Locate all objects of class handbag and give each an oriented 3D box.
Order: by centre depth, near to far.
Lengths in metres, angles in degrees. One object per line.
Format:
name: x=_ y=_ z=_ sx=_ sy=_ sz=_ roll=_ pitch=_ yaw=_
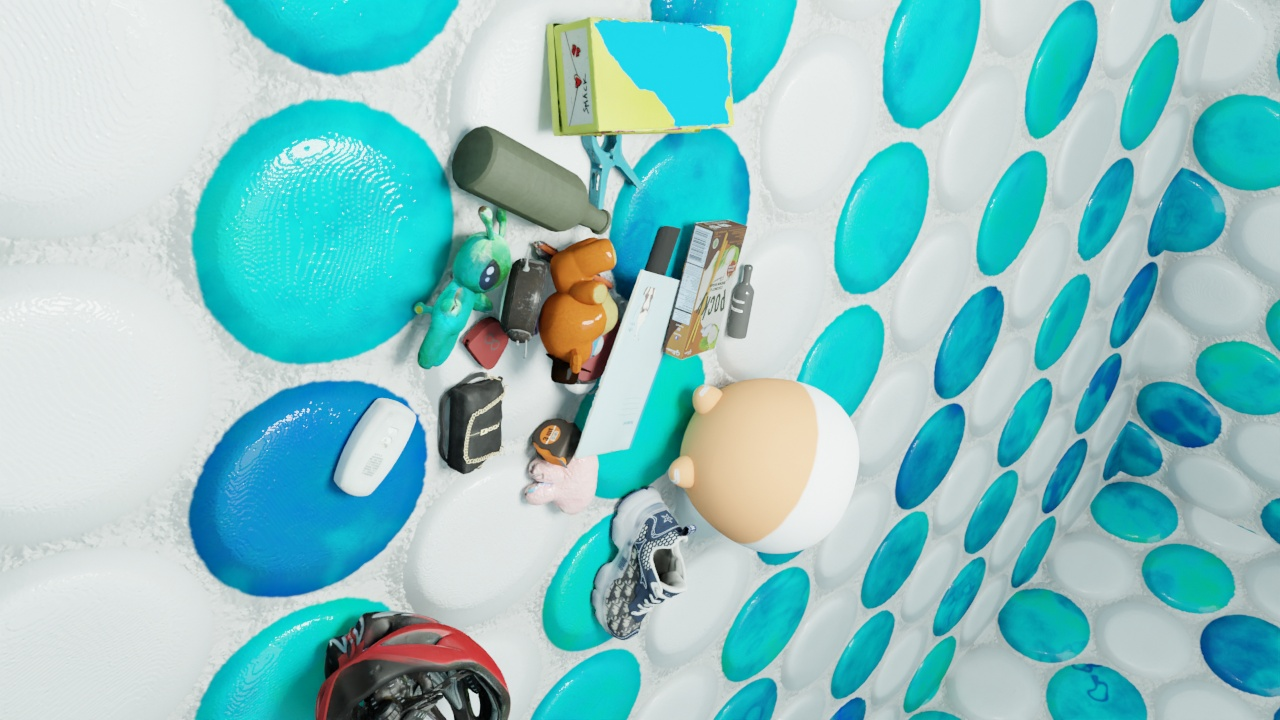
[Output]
handbag: x=-0.197 y=0.074 z=1.105 sx=0.078 sy=0.054 sz=0.129 roll=-22 pitch=126 yaw=-50

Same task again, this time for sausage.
sausage: x=-0.080 y=-0.113 z=1.127 sx=0.155 sy=0.020 sz=0.020 roll=25 pitch=94 yaw=-50

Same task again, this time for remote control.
remote control: x=-0.297 y=0.098 z=1.024 sx=0.060 sy=0.028 sz=0.114 roll=27 pitch=93 yaw=-50
remote control: x=0.020 y=-0.111 z=1.233 sx=0.033 sy=0.015 sz=0.147 roll=3 pitch=111 yaw=-47

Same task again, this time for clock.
clock: x=-0.137 y=-0.066 z=1.047 sx=0.044 sy=0.091 sz=0.123 roll=12 pitch=97 yaw=-7
clock: x=-0.068 y=-0.016 z=1.176 sx=0.096 sy=0.048 sz=0.138 roll=-38 pitch=136 yaw=-24

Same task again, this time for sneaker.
sneaker: x=0.014 y=0.336 z=1.411 sx=0.103 sy=0.132 sz=0.270 roll=-11 pitch=122 yaw=-44

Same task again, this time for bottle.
bottle: x=-0.109 y=-0.186 z=1.012 sx=0.206 sy=0.071 sz=0.071 roll=19 pitch=98 yaw=-50
bottle: x=0.153 y=-0.089 z=1.372 sx=0.030 sy=0.030 sz=0.113 roll=-16 pitch=124 yaw=-40

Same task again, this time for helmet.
helmet: x=-0.279 y=0.421 z=1.131 sx=0.217 sy=0.167 sz=0.272 roll=-36 pitch=131 yaw=-5

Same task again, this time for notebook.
notebook: x=-0.007 y=0.007 z=1.224 sx=0.180 sy=0.009 sz=0.253 roll=0 pitch=111 yaw=-68

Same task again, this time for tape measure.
tape measure: x=-0.179 y=-0.022 z=1.081 sx=0.051 sy=0.019 sz=0.059 roll=-49 pitch=145 yaw=-16
tape measure: x=-0.110 y=0.109 z=1.201 sx=0.058 sy=0.059 sz=0.038 roll=-65 pitch=146 yaw=-29

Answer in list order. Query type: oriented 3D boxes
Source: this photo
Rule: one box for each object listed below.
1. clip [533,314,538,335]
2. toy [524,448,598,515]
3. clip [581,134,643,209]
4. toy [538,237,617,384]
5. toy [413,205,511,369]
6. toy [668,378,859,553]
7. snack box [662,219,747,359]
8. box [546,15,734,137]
clip: x=-0.137 y=-0.054 z=1.111 sx=0.045 sy=0.014 sz=0.051 roll=0 pitch=111 yaw=-46
toy: x=-0.106 y=0.162 z=1.247 sx=0.105 sy=0.053 sz=0.108 roll=-1 pitch=114 yaw=-34
clip: x=-0.047 y=-0.235 z=1.084 sx=0.103 sy=0.027 sz=0.120 roll=-37 pitch=136 yaw=-28
toy: x=-0.075 y=-0.059 z=1.066 sx=0.096 sy=0.112 sz=0.176 roll=22 pitch=94 yaw=-18
toy: x=-0.194 y=-0.079 z=0.998 sx=0.193 sy=0.072 sz=0.130 roll=-61 pitch=179 yaw=6
toy: x=0.182 y=0.151 z=1.388 sx=0.280 sy=0.266 sz=0.262 roll=22 pitch=81 yaw=-22
snack box: x=0.090 y=-0.100 z=1.281 sx=0.100 sy=0.032 sz=0.186 roll=-18 pitch=127 yaw=-57
box: x=0.006 y=-0.315 z=1.030 sx=0.220 sy=0.080 sz=0.124 roll=-18 pitch=109 yaw=-42
